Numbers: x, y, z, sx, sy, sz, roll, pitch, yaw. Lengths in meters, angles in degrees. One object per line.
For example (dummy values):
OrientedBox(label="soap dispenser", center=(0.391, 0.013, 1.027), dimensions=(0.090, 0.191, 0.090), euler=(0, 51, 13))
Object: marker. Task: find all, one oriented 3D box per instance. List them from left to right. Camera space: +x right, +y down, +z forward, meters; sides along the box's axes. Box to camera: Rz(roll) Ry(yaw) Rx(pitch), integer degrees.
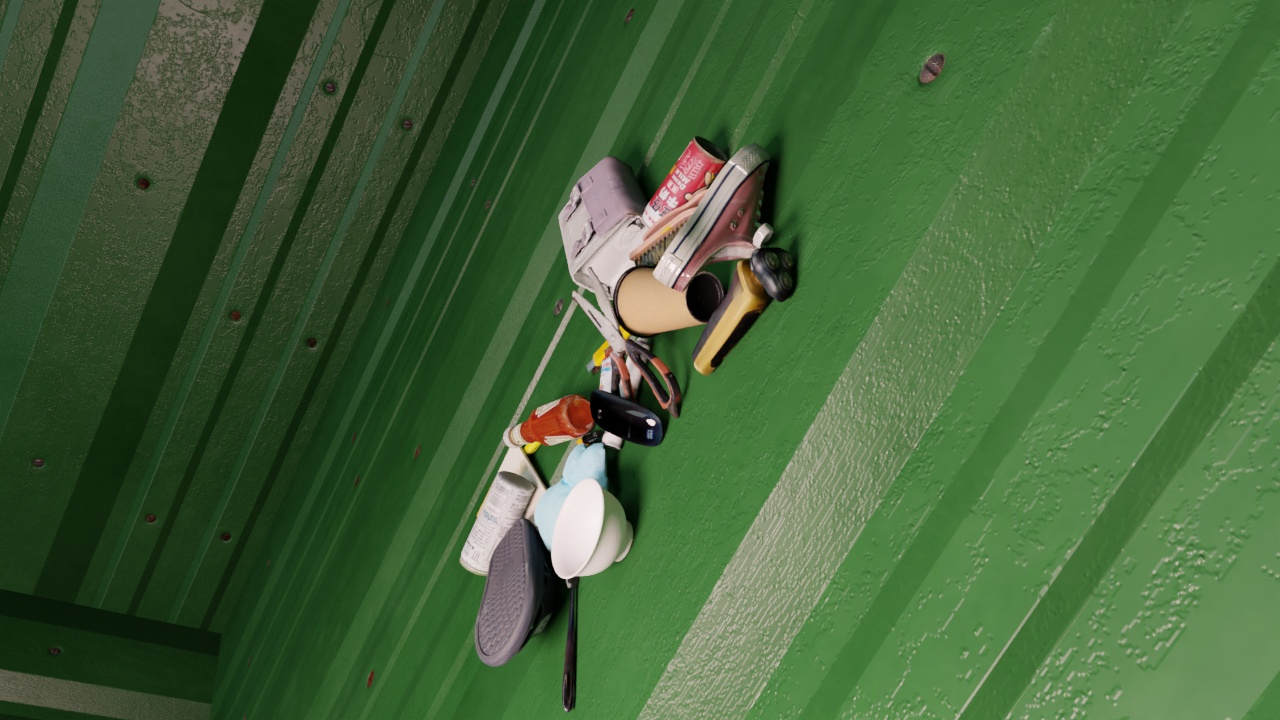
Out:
OrientedBox(label="marker", center=(-0.142, 0.105, 1.389), dimensions=(0.124, 0.015, 0.018), euler=(-48, 33, 33))
OrientedBox(label="marker", center=(-0.066, 0.103, 1.205), dimensions=(0.124, 0.018, 0.015), euler=(142, 116, -73))

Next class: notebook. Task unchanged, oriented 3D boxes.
OrientedBox(label="notebook", center=(-0.187, 0.226, 1.367), dimensions=(0.146, 0.010, 0.206), euler=(-63, 32, 12))

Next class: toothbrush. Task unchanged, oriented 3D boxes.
OrientedBox(label="toothbrush", center=(-0.085, 0.332, 1.104), dimensions=(0.018, 0.015, 0.180), euler=(-52, 29, 42))
OrientedBox(label="toothbrush", center=(-0.007, 0.007, 1.190), dimensions=(0.026, 0.026, 0.220), euler=(4, 74, 49))

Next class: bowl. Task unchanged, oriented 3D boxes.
OrientedBox(label="bowl", center=(-0.048, 0.203, 1.075), dimensions=(0.119, 0.064, 0.118), euler=(-44, 35, 42))

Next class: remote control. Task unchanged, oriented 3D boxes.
OrientedBox(label="remote control", center=(-0.025, 0.071, 1.126), dimensions=(0.136, 0.024, 0.053), euler=(18, 116, 46))

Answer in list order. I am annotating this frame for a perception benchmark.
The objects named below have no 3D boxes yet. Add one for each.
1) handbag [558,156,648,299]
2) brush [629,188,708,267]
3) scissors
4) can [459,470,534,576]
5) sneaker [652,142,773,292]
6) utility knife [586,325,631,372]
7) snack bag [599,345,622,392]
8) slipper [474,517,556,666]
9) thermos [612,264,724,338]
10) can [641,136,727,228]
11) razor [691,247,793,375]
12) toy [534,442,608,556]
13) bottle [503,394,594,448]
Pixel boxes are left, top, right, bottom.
OrientedBox(label="handbag", center=(-0.051, -0.204, 1.367), dimensions=(0.145, 0.098, 0.196), euler=(-50, 31, 22))
OrientedBox(label="brush", center=(0.049, -0.160, 1.169), dimensions=(0.146, 0.063, 0.073), euler=(-35, 51, 47))
OrientedBox(label="scissors", center=(-0.021, -0.006, 1.125), dimensions=(0.189, 0.015, 0.225), euler=(14, 115, 48))
OrientedBox(label="can", center=(-0.208, 0.235, 1.326), dimensions=(0.147, 0.058, 0.058), euler=(-65, 26, 9))
OrientedBox(label="sneaker", center=(0.102, -0.152, 1.034), dimensions=(0.240, 0.088, 0.119), euler=(-56, 0, -37))
OrientedBox(label="utility knife", center=(-0.031, -0.032, 1.279), dimensions=(0.178, 0.015, 0.033), euler=(-44, 29, 43))
OrientedBox(label="snack bag", center=(-0.040, 0.027, 1.239), dimensions=(0.045, 0.026, 0.105), euler=(-33, 44, 45))
OrientedBox(label="slipper", center=(-0.146, 0.299, 1.186), dimensions=(0.111, 0.083, 0.268), euler=(-50, 17, 11))
OrientedBox(label="thermos", center=(0.034, -0.073, 1.115), dimensions=(0.143, 0.093, 0.093), euler=(1, 71, 53))
OrientedBox(label="can", center=(0.056, -0.228, 1.219), dimensions=(0.133, 0.053, 0.053), euler=(-53, 30, 28))
OrientedBox(label="razor", center=(0.108, -0.049, 0.997), dimensions=(0.067, 0.062, 0.168), euler=(51, 127, 26))
OrientedBox(label="toy", center=(-0.090, 0.183, 1.188), dimensions=(0.162, 0.049, 0.156), euler=(-6, 69, 56))
OrientedBox(label="bottle", center=(-0.139, 0.096, 1.328), dimensions=(0.207, 0.059, 0.059), euler=(-22, 51, 53))
